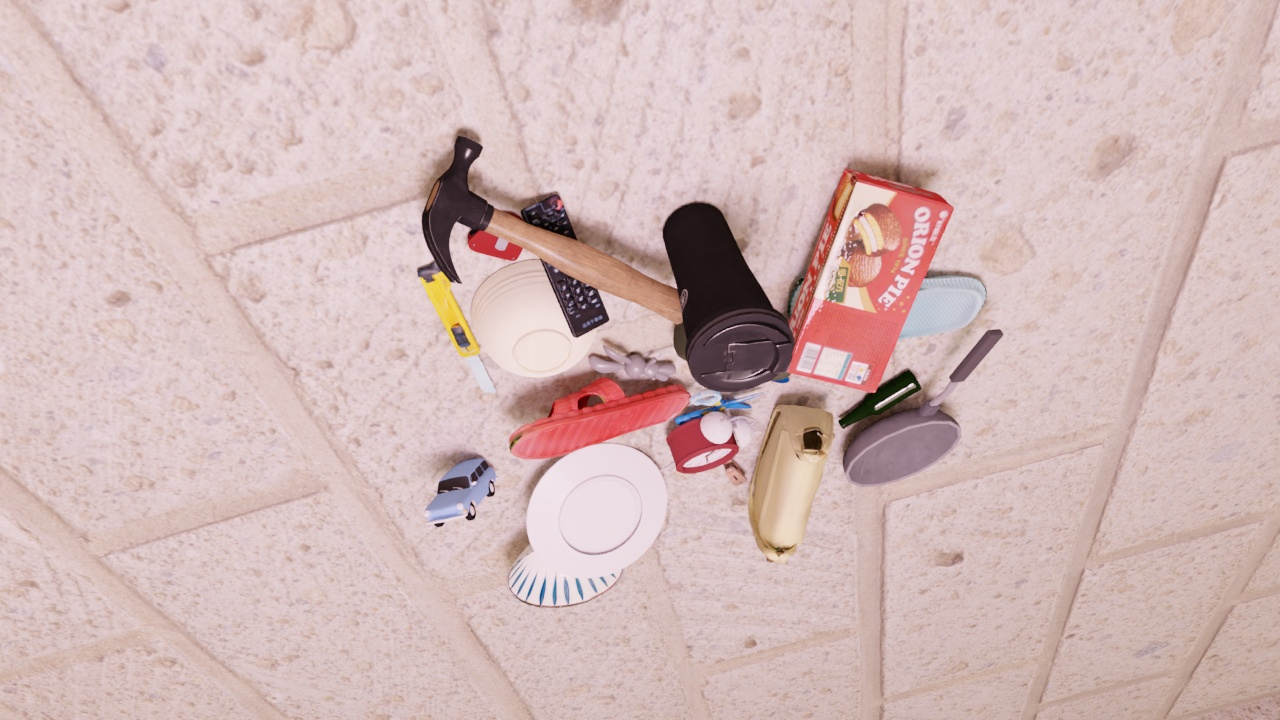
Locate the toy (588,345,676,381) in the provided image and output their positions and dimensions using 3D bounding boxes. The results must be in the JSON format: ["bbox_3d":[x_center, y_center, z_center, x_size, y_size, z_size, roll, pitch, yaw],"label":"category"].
[{"bbox_3d":[-0.007,0.007,1.150,0.111,0.030,0.049,12,145,-32],"label":"toy"}]

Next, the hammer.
[{"bbox_3d":[-0.076,-0.103,0.952,0.305,0.040,0.132,23,87,-28],"label":"hammer"}]

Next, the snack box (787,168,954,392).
[{"bbox_3d":[0.250,-0.087,1.040,0.113,0.060,0.237,13,115,-7],"label":"snack box"}]

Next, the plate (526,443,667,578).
[{"bbox_3d":[-0.057,0.216,1.290,0.208,0.015,0.209,-6,110,-19],"label":"plate"}]

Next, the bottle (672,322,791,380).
[{"bbox_3d":[0.144,-0.015,1.136,0.206,0.071,0.072,13,130,-26],"label":"bottle"}]

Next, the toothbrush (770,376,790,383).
[{"bbox_3d":[0.151,0.006,1.200,0.135,0.017,0.022,26,128,-34],"label":"toothbrush"}]

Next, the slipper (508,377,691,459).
[{"bbox_3d":[-0.053,0.062,1.168,0.248,0.059,0.104,-14,154,-24],"label":"slipper"}]

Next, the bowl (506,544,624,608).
[{"bbox_3d":[-0.116,0.296,1.384,0.177,0.070,0.178,-7,135,-7],"label":"bowl"}]

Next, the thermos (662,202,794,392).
[{"bbox_3d":[0.080,-0.073,0.955,0.106,0.218,0.106,-8,136,-8],"label":"thermos"}]

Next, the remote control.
[{"bbox_3d":[-0.081,-0.100,0.983,0.047,0.022,0.150,-28,111,-19],"label":"remote control"}]

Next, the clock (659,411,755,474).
[{"bbox_3d":[0.093,0.110,1.246,0.138,0.048,0.096,-33,152,29],"label":"clock"}]

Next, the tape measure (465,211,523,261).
[{"bbox_3d":[-0.151,-0.133,0.976,0.059,0.019,0.052,12,130,-25],"label":"tape measure"}]

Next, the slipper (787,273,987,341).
[{"bbox_3d":[0.314,-0.060,1.142,0.276,0.069,0.116,0,138,-15],"label":"slipper"}]

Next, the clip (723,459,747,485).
[{"bbox_3d":[0.139,0.167,1.351,0.026,0.049,0.061,-24,108,8],"label":"clip"}]

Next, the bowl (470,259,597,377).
[{"bbox_3d":[-0.115,-0.033,1.048,0.150,0.075,0.151,-8,136,-8],"label":"bowl"}]

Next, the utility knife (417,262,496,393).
[{"bbox_3d":[-0.208,-0.031,1.071,0.030,0.019,0.218,-9,140,7],"label":"utility knife"}]

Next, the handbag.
[{"bbox_3d":[0.215,0.163,1.271,0.088,0.190,0.233,9,121,-1],"label":"handbag"}]

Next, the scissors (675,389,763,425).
[{"bbox_3d":[0.108,0.054,1.222,0.130,0.018,0.110,-16,156,-7],"label":"scissors"}]

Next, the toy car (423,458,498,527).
[{"bbox_3d":[-0.231,0.169,1.186,0.056,0.153,0.055,-13,100,10],"label":"toy car"}]

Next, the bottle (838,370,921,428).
[{"bbox_3d":[0.333,0.059,1.290,0.123,0.033,0.033,-35,133,21],"label":"bottle"}]

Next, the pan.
[{"bbox_3d":[0.398,0.069,1.275,0.178,0.041,0.358,-5,145,-20],"label":"pan"}]
